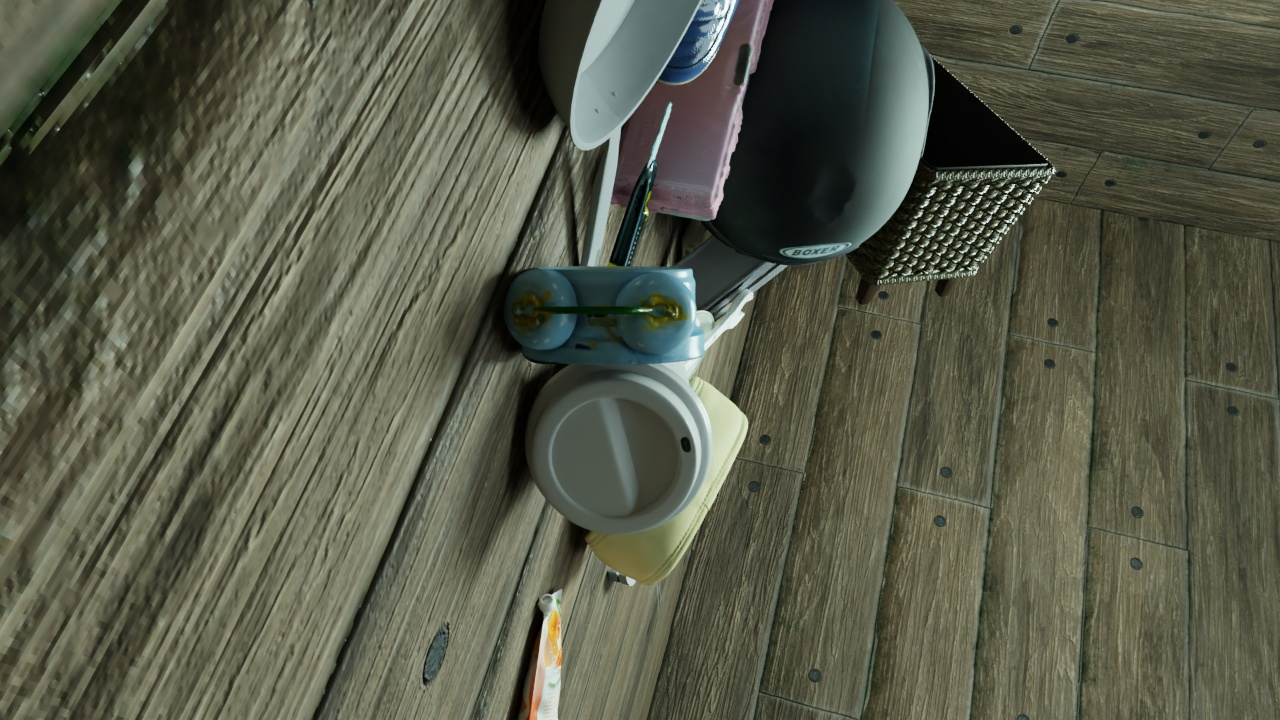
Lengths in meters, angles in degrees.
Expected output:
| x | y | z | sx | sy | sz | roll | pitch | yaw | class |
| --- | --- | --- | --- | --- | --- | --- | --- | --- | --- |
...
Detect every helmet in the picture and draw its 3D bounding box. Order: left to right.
| x | y | z | sx | sy | sz | roll | pitch | yaw | class |
| --- | --- | --- | --- | --- | --- | --- | --- | --- | --- |
| 0.151 | -0.210 | 0.890 | 0.235 | 0.249 | 0.317 | -102 | -172 | -52 | helmet |

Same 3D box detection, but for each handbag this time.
| x | y | z | sx | sy | sz | roll | pitch | yaw | class |
| --- | --- | --- | --- | --- | --- | --- | --- | --- | --- |
| 0.021 | 0.116 | 0.966 | 0.232 | 0.088 | 0.191 | -55 | -170 | -21 | handbag |

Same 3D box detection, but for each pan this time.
| x | y | z | sx | sy | sz | roll | pitch | yaw | class |
| --- | --- | --- | --- | --- | --- | --- | --- | --- | --- |
| -0.015 | -0.167 | 0.569 | 0.200 | 0.051 | 0.358 | -55 | 174 | -39 | pan |

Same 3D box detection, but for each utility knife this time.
| x | y | z | sx | sy | sz | roll | pitch | yaw | class |
| --- | --- | --- | --- | --- | --- | --- | --- | --- | --- |
| -0.006 | -0.106 | 0.699 | 0.028 | 0.020 | 0.214 | -68 | 178 | -46 | utility knife |

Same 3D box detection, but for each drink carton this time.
| x | y | z | sx | sy | sz | roll | pitch | yaw | class |
| --- | --- | --- | --- | --- | --- | --- | --- | --- | --- |
| -0.087 | 0.271 | 0.836 | 0.069 | 0.039 | 0.122 | 43 | 54 | -80 | drink carton |

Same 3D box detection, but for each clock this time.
| x | y | z | sx | sy | sz | roll | pitch | yaw | class |
| --- | --- | --- | --- | --- | --- | --- | --- | --- | --- |
| -0.019 | -0.027 | 0.563 | 0.162 | 0.118 | 0.060 | -56 | 147 | -82 | clock |

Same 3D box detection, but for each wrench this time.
| x | y | z | sx | sy | sz | roll | pitch | yaw | class |
| --- | --- | --- | --- | --- | --- | --- | --- | --- | --- |
| 0.043 | 0.011 | 0.995 | 0.272 | 0.009 | 0.047 | -45 | 160 | -29 | wrench |

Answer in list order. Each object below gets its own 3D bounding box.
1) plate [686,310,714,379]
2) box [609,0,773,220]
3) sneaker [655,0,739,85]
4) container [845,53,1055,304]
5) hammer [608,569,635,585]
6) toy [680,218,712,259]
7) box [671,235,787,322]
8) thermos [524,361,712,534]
| x | y | z | sx | sy | sz | roll | pitch | yaw | class |
| --- | --- | --- | --- | --- | --- | --- | --- | --- | --- |
| 0.026 | 0.008 | 1.012 | 0.156 | 0.014 | 0.157 | -41 | 156 | -24 | plate |
| 0.043 | -0.226 | 0.740 | 0.037 | 0.098 | 0.232 | 58 | 44 | -71 | box |
| 0.035 | -0.302 | 0.591 | 0.091 | 0.116 | 0.242 | -128 | -139 | -65 | sneaker |
| 0.292 | -0.233 | 1.113 | 0.205 | 0.176 | 0.320 | 105 | -31 | -43 | container |
| 0.000 | 0.159 | 1.191 | 0.139 | 0.035 | 0.313 | -59 | 159 | -58 | hammer |
| 0.126 | -0.163 | 1.204 | 0.179 | 0.101 | 0.139 | -31 | 148 | -50 | toy |
| 0.116 | -0.120 | 1.081 | 0.216 | 0.081 | 0.063 | -38 | 153 | -16 | box |
| -0.009 | 0.038 | 0.720 | 0.221 | 0.131 | 0.132 | -73 | 173 | -74 | thermos |
